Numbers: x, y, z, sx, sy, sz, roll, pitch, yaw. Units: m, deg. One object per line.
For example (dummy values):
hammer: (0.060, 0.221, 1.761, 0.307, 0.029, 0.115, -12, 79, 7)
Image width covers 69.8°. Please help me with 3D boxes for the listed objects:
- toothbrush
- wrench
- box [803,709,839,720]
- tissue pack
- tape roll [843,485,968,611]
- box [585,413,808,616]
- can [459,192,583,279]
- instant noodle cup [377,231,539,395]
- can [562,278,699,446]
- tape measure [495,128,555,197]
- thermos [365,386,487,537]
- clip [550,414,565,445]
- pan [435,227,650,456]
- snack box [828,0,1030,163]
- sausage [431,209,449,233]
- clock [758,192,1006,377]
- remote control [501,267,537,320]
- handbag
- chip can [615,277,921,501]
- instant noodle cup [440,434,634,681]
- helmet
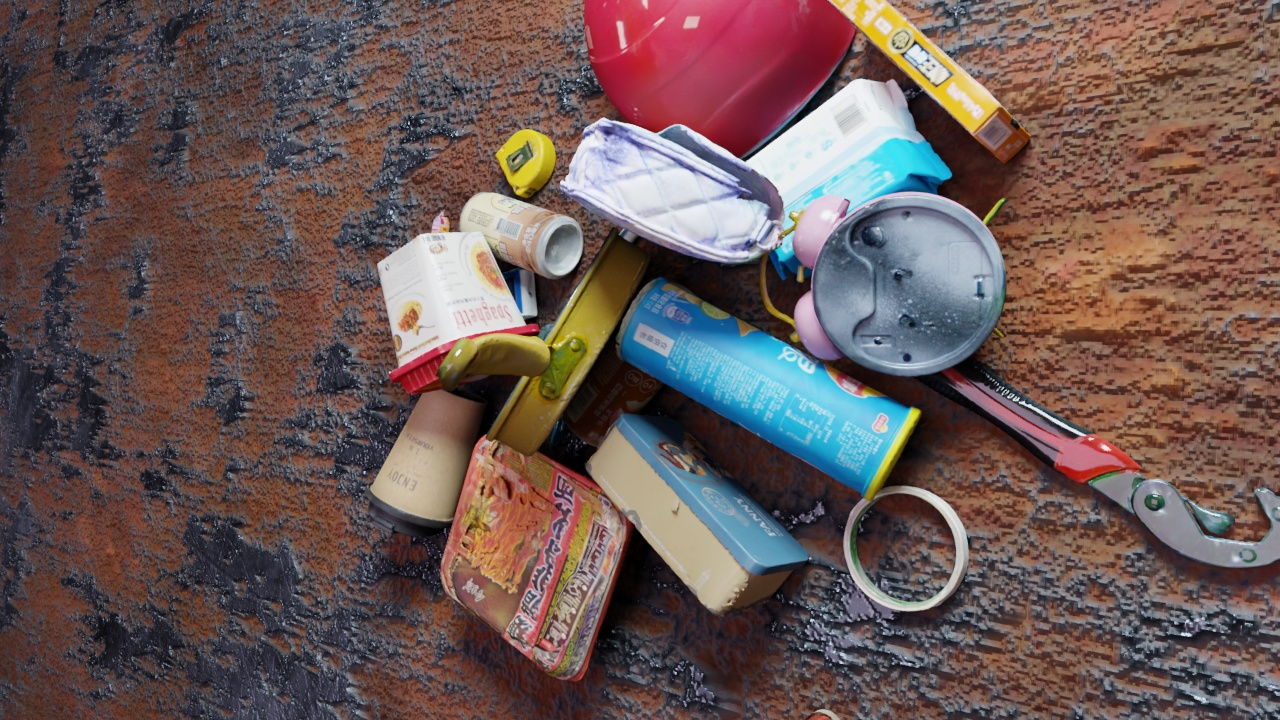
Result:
toothbrush: (-0.041, -0.078, 0.825, 0.192, 0.018, 0.016, -50, 60, 24)
wrench: (0.265, 0.045, 0.585, 0.273, 0.016, 0.056, 34, 102, 34)
box: (0.138, 0.334, 0.616, 0.168, 0.076, 0.091, 49, 113, 30)
tissue pack: (0.142, -0.128, 0.664, 0.140, 0.063, 0.090, -34, 65, 28)
tape roll: (0.184, 0.130, 0.639, 0.086, 0.013, 0.085, -4, 83, 37)
box: (0.044, 0.118, 0.700, 0.184, 0.089, 0.060, 42, 109, 29)
can: (-0.112, -0.118, 0.856, 0.116, 0.058, 0.058, 23, 99, 36)
instant noodle cup: (-0.172, -0.045, 0.832, 0.117, 0.116, 0.124, -24, 83, 38)
can: (-0.005, 0.004, 0.765, 0.147, 0.057, 0.058, -51, 59, 22)
tape measure: (-0.110, -0.193, 0.881, 0.057, 0.028, 0.060, -39, 64, 27)
thermos: (-0.204, 0.095, 0.892, 0.093, 0.093, 0.143, 25, 93, 36)
clip: (-0.076, 0.048, 0.843, 0.033, 0.013, 0.054, 44, 113, 30)
pan: (-0.072, -0.009, 0.657, 0.078, 0.357, 0.198, 31, 98, -5)
snack box: (0.195, -0.199, 0.623, 0.026, 0.075, 0.153, -47, 61, 22)
sausage: (-0.218, -0.080, 0.957, 0.020, 0.020, 0.156, 12, 93, 37)
clock: (0.156, -0.054, 0.602, 0.159, 0.059, 0.117, 0, 110, 17)
remote control: (-0.152, -0.053, 0.902, 0.125, 0.024, 0.049, -13, 78, 37)
handbag: (0.017, -0.123, 0.659, 0.075, 0.134, 0.194, -65, 14, 7)
chip can: (0.087, 0.017, 0.653, 0.210, 0.071, 0.071, 29, 104, 19)
instant noodle cup: (-0.083, 0.162, 0.796, 0.189, 0.079, 0.164, 24, 100, 35)
helmet: (0.035, -0.283, 0.713, 0.207, 0.143, 0.240, -37, 64, 31)
